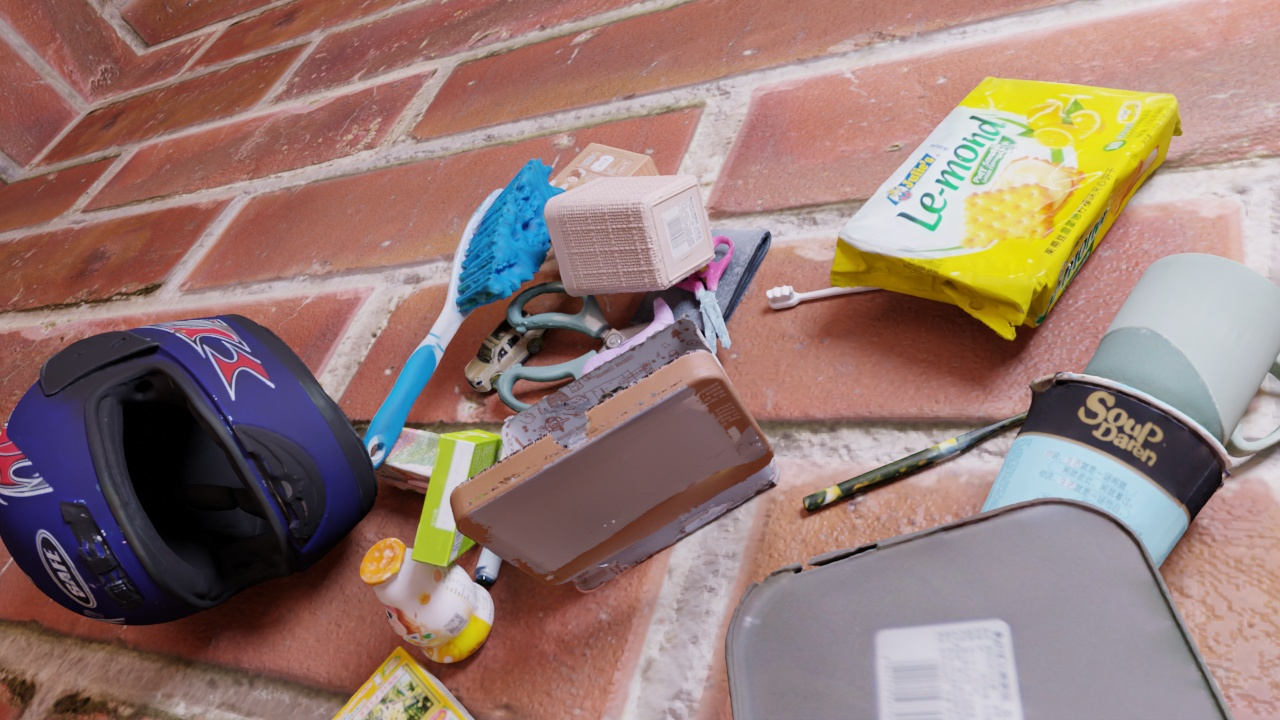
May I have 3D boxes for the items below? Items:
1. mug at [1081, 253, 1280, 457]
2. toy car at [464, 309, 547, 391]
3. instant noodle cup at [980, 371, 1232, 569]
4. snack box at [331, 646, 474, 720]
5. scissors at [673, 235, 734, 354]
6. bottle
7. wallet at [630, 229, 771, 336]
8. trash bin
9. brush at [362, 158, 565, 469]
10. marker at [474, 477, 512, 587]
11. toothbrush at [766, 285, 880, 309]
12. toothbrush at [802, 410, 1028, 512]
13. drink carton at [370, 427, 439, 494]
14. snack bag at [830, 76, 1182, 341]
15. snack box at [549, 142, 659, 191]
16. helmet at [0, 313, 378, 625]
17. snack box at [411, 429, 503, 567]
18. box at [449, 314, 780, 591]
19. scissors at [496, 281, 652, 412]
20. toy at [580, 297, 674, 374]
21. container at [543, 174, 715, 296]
[{"bbox_3d":[0.323,0.011,0.531,0.112,0.082,0.106,35,71,14],"label":"mug"},{"bbox_3d":[-0.130,-0.009,0.867,0.090,0.035,0.042,-48,42,-13],"label":"toy car"},{"bbox_3d":[0.234,0.086,0.497,0.111,0.111,0.120,26,75,45],"label":"instant noodle cup"},{"bbox_3d":[-0.154,0.266,0.618,0.140,0.034,0.086,25,67,43],"label":"snack box"},{"bbox_3d":[0.050,-0.051,0.784,0.072,0.017,0.136,-18,49,22],"label":"scissors"},{"bbox_3d":[-0.153,0.168,0.653,0.063,0.108,0.063,-18,42,17],"label":"bottle"},{"bbox_3d":[0.053,-0.072,0.824,0.097,0.019,0.120,7,56,39],"label":"wallet"},{"bbox_3d":[0.148,0.184,0.364,0.199,0.220,0.198,-21,42,17],"label":"trash bin"},{"bbox_3d":[-0.156,-0.046,0.815,0.110,0.060,0.313,-17,45,40],"label":"brush"},{"bbox_3d":[-0.109,0.120,0.739,0.018,0.023,0.130,13,50,-1],"label":"marker"},{"bbox_3d":[0.187,-0.064,0.729,0.180,0.016,0.016,-8,50,24],"label":"toothbrush"},{"bbox_3d":[0.195,0.064,0.605,0.186,0.012,0.017,-24,53,11],"label":"toothbrush"},{"bbox_3d":[-0.185,0.091,0.791,0.123,0.053,0.045,8,57,38],"label":"drink carton"},{"bbox_3d":[0.272,-0.118,0.678,0.158,0.068,0.246,24,61,43],"label":"snack bag"},{"bbox_3d":[-0.035,-0.150,0.909,0.094,0.077,0.093,-47,43,-16],"label":"snack box"},{"bbox_3d":[-0.389,0.099,0.759,0.239,0.247,0.316,-35,29,-30],"label":"helmet"},{"bbox_3d":[-0.129,0.096,0.671,0.026,0.156,0.085,12,87,0],"label":"snack box"},{"bbox_3d":[-0.022,0.045,0.633,0.180,0.217,0.157,-31,53,6],"label":"box"},{"bbox_3d":[-0.053,0.001,0.808,0.179,0.019,0.161,14,75,22],"label":"scissors"},{"bbox_3d":[-0.005,0.004,0.765,0.108,0.039,0.084,-34,64,6],"label":"toy"},{"bbox_3d":[-0.006,-0.108,0.784,0.111,0.090,0.089,4,27,41],"label":"container"}]
